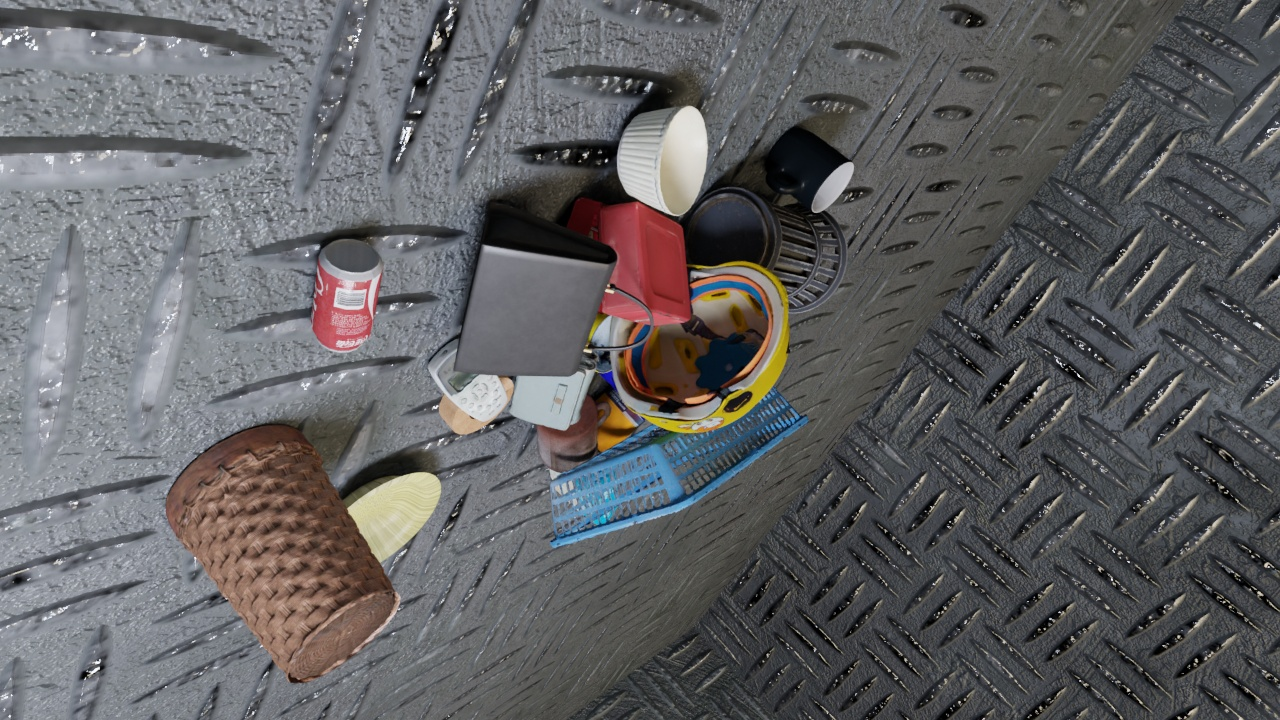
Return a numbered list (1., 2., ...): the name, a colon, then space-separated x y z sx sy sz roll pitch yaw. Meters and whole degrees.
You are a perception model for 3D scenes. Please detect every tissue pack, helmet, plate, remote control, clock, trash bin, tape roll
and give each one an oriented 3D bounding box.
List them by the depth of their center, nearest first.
1. trash bin: -0.336 0.186 0.889 0.151 0.210 0.151 -38 158 -19
2. remote control: -0.196 0.025 1.057 0.060 0.028 0.114 -43 136 -13
3. tape roll: -0.202 0.048 1.134 0.093 0.027 0.094 -38 157 -19
4. plate: -0.336 0.195 1.139 0.184 0.036 0.185 -38 157 -20
5. helmet: 0.089 -0.006 1.156 0.240 0.208 0.139 -23 147 12
6. clock: -0.057 -0.040 1.189 0.083 0.057 0.119 -38 137 -36
7. trash bin: 0.170 -0.155 1.285 0.164 0.164 0.227 -54 153 20
8. tissue pack: -0.092 0.183 1.456 0.066 0.117 0.210 -45 159 -19

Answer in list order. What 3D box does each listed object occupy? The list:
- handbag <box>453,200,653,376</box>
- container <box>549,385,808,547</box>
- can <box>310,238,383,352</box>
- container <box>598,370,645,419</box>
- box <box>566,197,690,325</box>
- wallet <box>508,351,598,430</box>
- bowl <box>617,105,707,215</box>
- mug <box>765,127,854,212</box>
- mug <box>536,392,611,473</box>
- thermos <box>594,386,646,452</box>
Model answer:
1. handbag: -0.080 -0.054 0.960 0.195 0.072 0.176 12 133 -12
2. container: 0.048 0.133 1.305 0.258 0.089 0.361 -24 180 38
3. can: -0.261 -0.056 0.812 0.053 0.054 0.097 -25 150 -42
4. container: -0.008 0.008 1.300 0.084 0.113 0.085 -41 158 -11
5. box: -0.007 -0.110 1.056 0.157 0.127 0.137 6 98 -64
6. wallet: -0.113 0.030 1.170 0.100 0.054 0.132 7 140 -9
7. bowl: 0.020 -0.218 0.987 0.115 0.062 0.115 -38 135 -52
8. mug: 0.220 -0.260 1.269 0.121 0.094 0.085 -31 153 -34
9. mug: -0.092 0.093 1.325 0.122 0.096 0.110 -33 159 -22
10. thermos: 0.012 0.049 1.424 0.232 0.091 0.076 -42 155 -2
